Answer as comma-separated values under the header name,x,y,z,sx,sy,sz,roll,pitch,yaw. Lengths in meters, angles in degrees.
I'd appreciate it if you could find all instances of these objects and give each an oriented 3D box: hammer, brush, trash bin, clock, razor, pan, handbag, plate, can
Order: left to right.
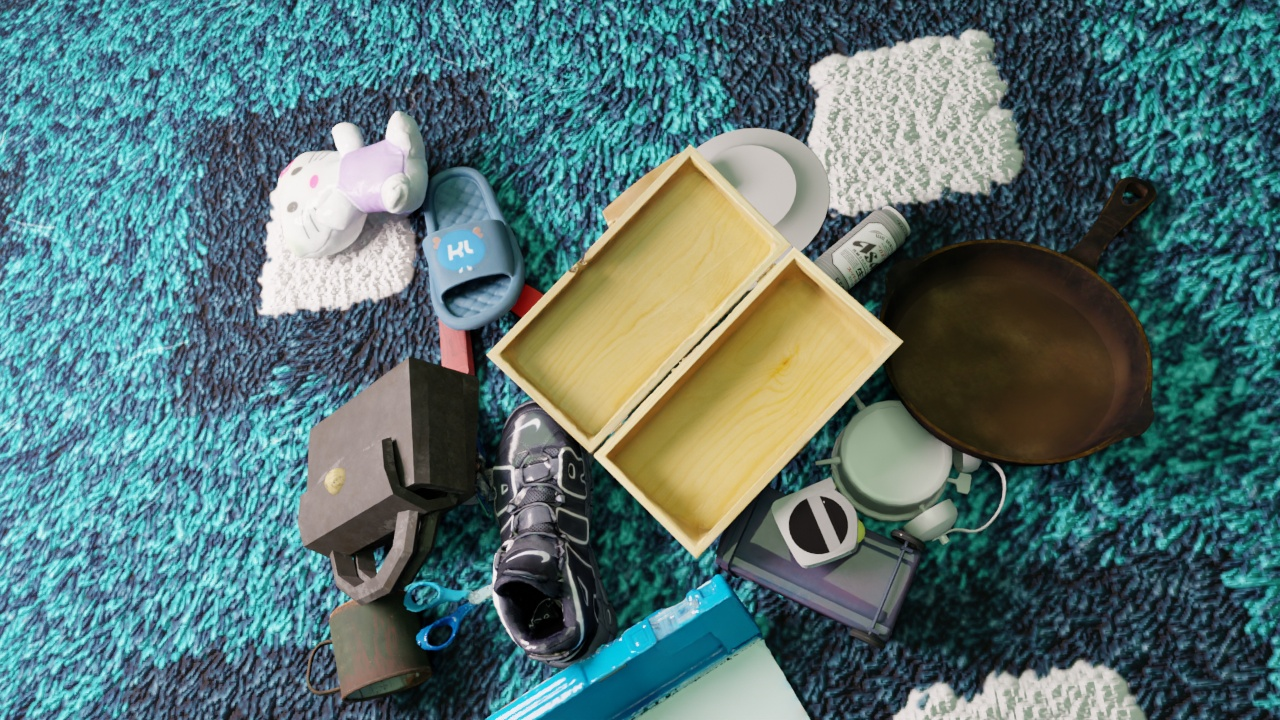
name,x,y,z,sx,sy,sz,roll,pitch,yaw
handbag,-0.247,0.126,0.858,0.198,0.102,0.199,-31,55,35
hammer,-0.197,-0.002,0.979,0.126,0.036,0.315,-14,68,11
razor,-0.163,0.083,0.892,0.018,0.044,0.140,-19,51,-4
brush,0.019,-0.168,0.969,0.117,0.039,0.049,-35,62,17
plate,0.112,-0.177,0.972,0.173,0.019,0.172,-4,70,12
trash bin,0.152,0.174,0.800,0.161,0.092,0.093,22,77,20
can,0.214,-0.105,0.909,0.106,0.044,0.044,-40,67,-2
clock,0.246,0.098,0.825,0.159,0.061,0.119,25,75,16
pan,0.366,-0.047,0.833,0.249,0.043,0.355,37,68,22

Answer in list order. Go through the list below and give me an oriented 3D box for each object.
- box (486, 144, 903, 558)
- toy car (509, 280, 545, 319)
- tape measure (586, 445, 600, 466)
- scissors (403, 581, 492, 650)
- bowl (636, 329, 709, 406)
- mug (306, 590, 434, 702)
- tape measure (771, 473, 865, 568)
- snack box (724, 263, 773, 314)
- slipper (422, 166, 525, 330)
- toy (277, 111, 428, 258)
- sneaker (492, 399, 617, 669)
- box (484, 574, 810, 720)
name,x,y,z,sx,sy,sz,roll,pitch,yaw
box,0.045,-0.008,0.780,0.257,0.076,0.247,44,90,-2
toy car,-0.124,-0.062,0.985,0.089,0.025,0.038,33,78,20
tape measure,-0.079,0.098,0.921,0.060,0.020,0.062,21,78,19
scissors,-0.154,0.230,0.874,0.134,0.016,0.073,-13,59,-22
bowl,-0.005,0.005,0.850,0.174,0.174,0.068,-28,54,2
mug,-0.259,0.271,0.863,0.111,0.085,0.081,-13,65,-17
tape measure,0.148,0.134,0.759,0.064,0.017,0.065,-25,63,8
snack box,0.003,-0.046,0.922,0.273,0.076,0.044,-19,78,7
slipper,-0.183,-0.128,0.978,0.104,0.059,0.213,-14,62,-3
toy,-0.322,-0.195,1.029,0.210,0.085,0.137,-13,71,30
sneaker,-0.094,0.156,0.815,0.097,0.151,0.252,-12,82,6
box,0.006,0.308,0.813,0.243,0.075,0.167,-32,102,1
